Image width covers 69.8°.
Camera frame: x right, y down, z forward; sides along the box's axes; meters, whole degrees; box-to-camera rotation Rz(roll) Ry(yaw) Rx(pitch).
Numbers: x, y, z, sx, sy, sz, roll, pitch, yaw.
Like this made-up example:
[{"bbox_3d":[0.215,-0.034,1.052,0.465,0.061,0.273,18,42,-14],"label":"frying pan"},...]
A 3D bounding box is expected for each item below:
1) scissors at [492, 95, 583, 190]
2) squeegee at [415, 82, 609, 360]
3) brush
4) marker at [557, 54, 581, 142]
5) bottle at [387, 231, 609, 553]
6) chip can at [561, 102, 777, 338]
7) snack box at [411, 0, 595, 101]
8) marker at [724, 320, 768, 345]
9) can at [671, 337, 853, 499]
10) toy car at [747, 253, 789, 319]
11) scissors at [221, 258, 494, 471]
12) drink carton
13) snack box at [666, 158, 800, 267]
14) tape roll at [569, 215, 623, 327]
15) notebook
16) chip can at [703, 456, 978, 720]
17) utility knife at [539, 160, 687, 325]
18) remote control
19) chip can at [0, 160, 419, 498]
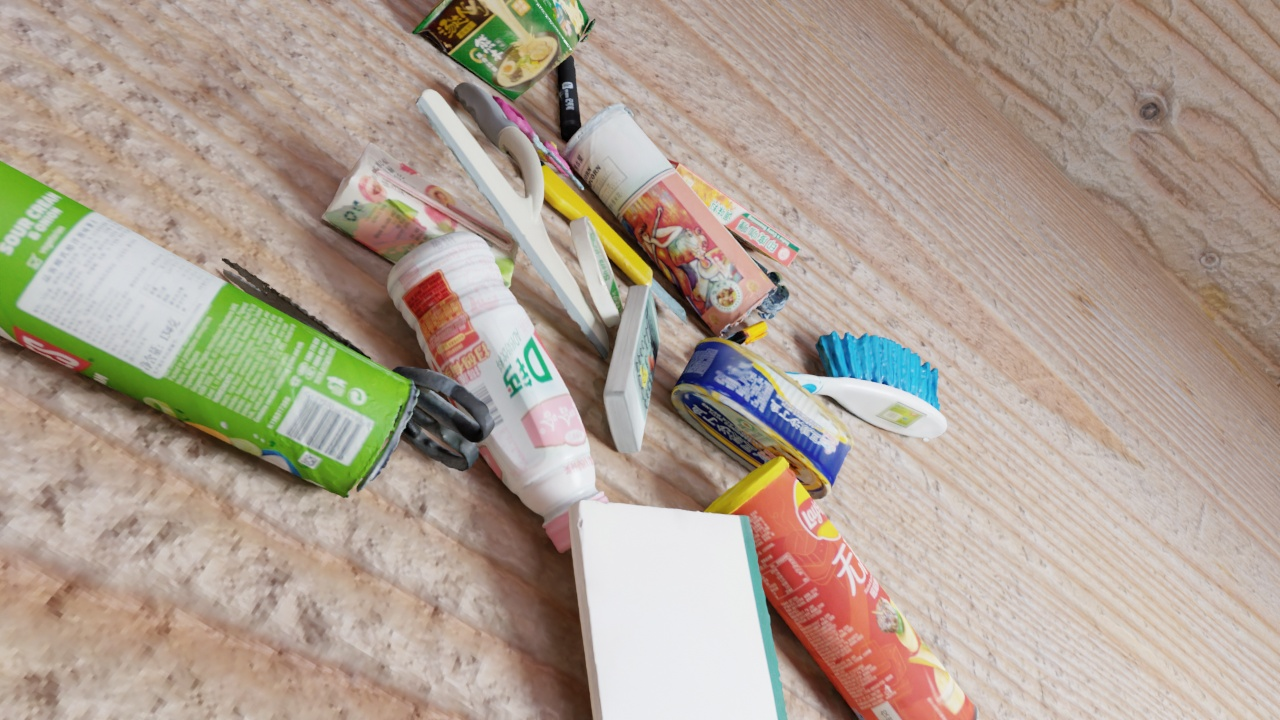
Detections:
[{"bbox_3d":[-0.084,-0.178,0.744,0.124,0.017,0.133,46,6,-6],"label":"scissors"},{"bbox_3d":[-0.100,-0.156,0.684,0.246,0.039,0.246,55,5,-44],"label":"squeegee"},{"bbox_3d":[0.182,0.014,0.861,0.314,0.061,0.109,22,45,-29],"label":"brush"},{"bbox_3d":[-0.069,-0.253,0.883,0.022,0.020,0.131,57,19,-45],"label":"marker"},{"bbox_3d":[-0.079,0.020,0.551,0.068,0.068,0.197,-20,77,-54],"label":"bottle"},{"bbox_3d":[0.027,-0.121,0.806,0.214,0.071,0.071,50,34,3],"label":"chip can"},{"bbox_3d":[-0.115,-0.303,0.814,0.105,0.118,0.118,46,34,-24],"label":"snack box"},{"bbox_3d":[0.081,-0.015,0.805,0.123,0.018,0.015,-24,83,-54],"label":"marker"},{"bbox_3d":[0.093,0.046,0.696,0.148,0.075,0.049,37,63,-13],"label":"can"},{"bbox_3d":[0.088,-0.087,0.873,0.120,0.037,0.054,44,30,13],"label":"toy car"},{"bbox_3d":[-0.151,-0.006,0.496,0.014,0.141,0.174,-53,123,-40],"label":"scissors"},{"bbox_3d":[-0.140,-0.087,0.609,0.122,0.046,0.053,32,36,-22],"label":"drink carton"},{"bbox_3d":[0.080,-0.147,0.901,0.155,0.027,0.077,29,8,-25],"label":"snack box"},{"bbox_3d":[-0.032,-0.067,0.696,0.085,0.014,0.086,-18,89,-84],"label":"tape roll"},{"bbox_3d":[0.031,0.185,0.513,0.150,0.012,0.209,13,59,-42],"label":"notebook"},{"bbox_3d":[0.135,0.170,0.627,0.216,0.073,0.073,52,34,7],"label":"chip can"},{"bbox_3d":[-0.030,-0.099,0.767,0.197,0.015,0.033,45,33,1],"label":"utility knife"},{"bbox_3d":[-0.004,0.004,0.665,0.134,0.019,0.056,-79,161,-51],"label":"remote control"},{"bbox_3d":[-0.223,-0.015,0.421,0.236,0.072,0.072,31,37,-22],"label":"chip can"}]
